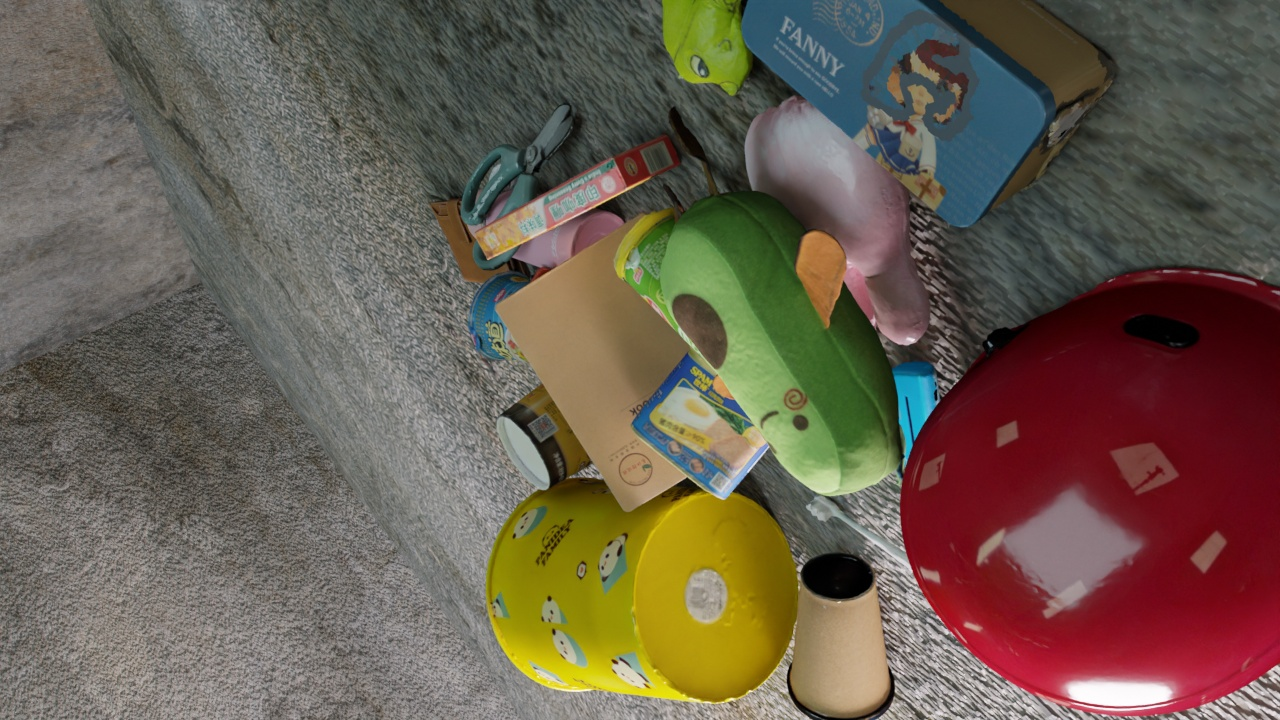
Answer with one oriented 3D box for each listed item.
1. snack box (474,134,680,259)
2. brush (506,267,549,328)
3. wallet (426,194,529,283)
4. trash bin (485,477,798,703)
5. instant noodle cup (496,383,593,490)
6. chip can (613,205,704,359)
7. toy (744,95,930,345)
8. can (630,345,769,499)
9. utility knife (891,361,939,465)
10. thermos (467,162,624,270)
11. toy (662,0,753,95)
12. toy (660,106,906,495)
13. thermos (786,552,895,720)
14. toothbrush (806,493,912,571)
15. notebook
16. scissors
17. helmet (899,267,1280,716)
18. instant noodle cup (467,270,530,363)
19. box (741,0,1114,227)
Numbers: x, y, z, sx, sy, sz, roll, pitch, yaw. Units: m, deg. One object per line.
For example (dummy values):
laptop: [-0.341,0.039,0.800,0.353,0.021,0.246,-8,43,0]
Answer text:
snack box: [-0.051,-0.124,0.706,0.156,0.076,0.027,-19,102,40]
brush: [-0.043,-0.023,0.817,0.145,0.063,0.069,27,-171,-28]
wallet: [-0.183,-0.139,1.024,0.131,0.035,0.119,12,135,54]
trash bin: [0.003,0.224,0.903,0.256,0.229,0.229,-16,105,57]
instant noodle cup: [-0.081,0.069,0.980,0.118,0.114,0.119,39,147,31]
chip can: [0.077,-0.019,0.669,0.221,0.072,0.073,47,151,21]
toy: [0.118,-0.082,0.551,0.159,0.054,0.121,65,160,-13]
can: [0.055,0.048,0.729,0.102,0.083,0.057,39,-170,1]
utility knife: [0.201,0.092,0.641,0.034,0.018,0.218,22,138,48]
thermos: [-0.091,-0.131,0.850,0.199,0.067,0.087,26,108,48]
toy: [0.040,-0.217,0.564,0.096,0.031,0.100,51,148,12]
toy: [0.074,-0.025,0.540,0.246,0.090,0.227,57,166,13]
thermos: [0.168,0.238,0.780,0.093,0.092,0.143,24,131,48]
toothbrush: [0.192,0.149,0.697,0.180,0.016,0.016,32,152,49]
notebook: [-0.005,0.004,0.759,0.207,0.148,0.008,58,-174,-6]
scissors: [-0.103,-0.149,0.804,0.180,0.019,0.143,-31,60,39]
helmet: [0.225,0.079,0.454,0.207,0.143,0.241,47,151,24]
instant noodle cup: [-0.105,-0.034,0.941,0.110,0.099,0.099,18,134,41]
box: [0.128,-0.156,0.451,0.184,0.060,0.090,45,150,20]
